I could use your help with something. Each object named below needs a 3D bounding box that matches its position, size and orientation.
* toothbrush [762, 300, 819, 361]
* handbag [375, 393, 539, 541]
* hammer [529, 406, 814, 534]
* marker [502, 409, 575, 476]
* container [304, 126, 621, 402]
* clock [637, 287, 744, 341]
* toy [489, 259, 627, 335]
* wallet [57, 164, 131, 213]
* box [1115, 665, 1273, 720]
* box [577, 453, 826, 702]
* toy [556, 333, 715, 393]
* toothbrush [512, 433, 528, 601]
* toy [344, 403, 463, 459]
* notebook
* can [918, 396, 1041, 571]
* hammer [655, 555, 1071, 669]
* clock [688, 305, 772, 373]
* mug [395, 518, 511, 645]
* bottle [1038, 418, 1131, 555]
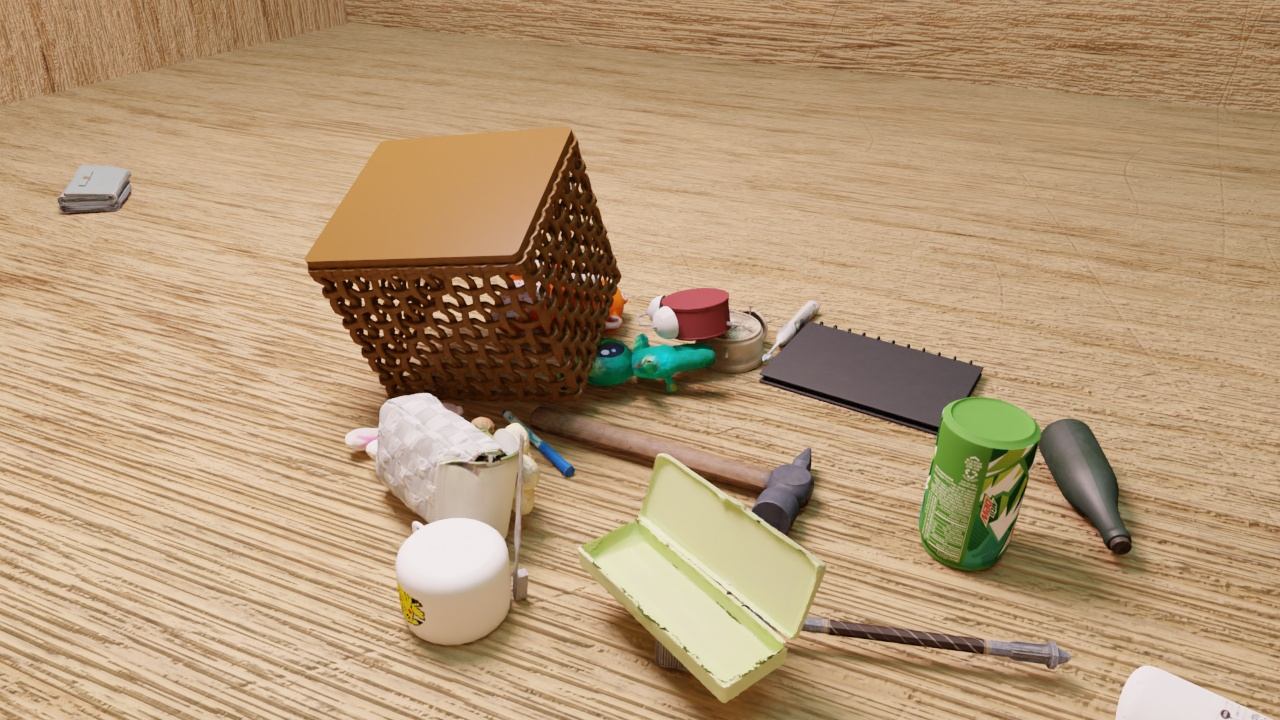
[{"bbox_3d":[0.198,-0.038,1.225,0.024,0.022,0.185,-3,22,33],"label":"toothbrush"},{"bbox_3d":[-0.176,0.098,0.891,0.172,0.113,0.123,26,29,38],"label":"handbag"},{"bbox_3d":[0.025,0.097,0.972,0.322,0.040,0.129,13,28,23],"label":"hammer"},{"bbox_3d":[-0.115,0.088,1.005,0.013,0.013,0.142,-19,35,-31],"label":"marker"},{"bbox_3d":[-0.186,-0.107,1.045,0.252,0.214,0.219,0,48,18],"label":"container"},{"bbox_3d":[0.059,-0.056,1.130,0.124,0.044,0.087,-9,21,-3],"label":"clock"},{"bbox_3d":[-0.106,-0.080,1.223,0.172,0.093,0.163,4,30,2],"label":"toy"},{"bbox_3d":[-0.981,-0.307,1.653,0.100,0.054,0.131,-8,36,-13],"label":"wallet"},{"bbox_3d":[0.407,0.278,0.618,0.160,0.092,0.081,18,29,41],"label":"box"},{"bbox_3d":[0.047,0.168,0.728,0.188,0.061,0.133,30,79,43],"label":"box"},{"bbox_3d":[-0.006,0.006,1.100,0.193,0.072,0.130,-4,11,-1],"label":"toy"},{"bbox_3d":[-0.096,0.132,0.755,0.010,0.182,0.010,-12,37,-27],"label":"toothbrush"},{"bbox_3d":[-0.250,0.077,0.996,0.125,0.037,0.076,-23,33,-40],"label":"toy"},{"bbox_3d":[0.288,0.015,1.137,0.232,0.019,0.168,17,35,27],"label":"notebook"},{"bbox_3d":[0.305,0.113,0.835,0.083,0.144,0.083,1,30,-1],"label":"can"},{"bbox_3d":[0.178,0.219,0.744,0.322,0.044,0.098,5,30,8],"label":"hammer"},{"bbox_3d":[0.126,-0.036,1.186,0.093,0.055,0.140,24,39,36],"label":"clock"},{"bbox_3d":[-0.164,0.180,0.783,0.094,0.068,0.116,-22,37,-35],"label":"mug"},{"bbox_3d":[0.445,0.127,0.906,0.055,0.055,0.173,3,31,4],"label":"bottle"}]
